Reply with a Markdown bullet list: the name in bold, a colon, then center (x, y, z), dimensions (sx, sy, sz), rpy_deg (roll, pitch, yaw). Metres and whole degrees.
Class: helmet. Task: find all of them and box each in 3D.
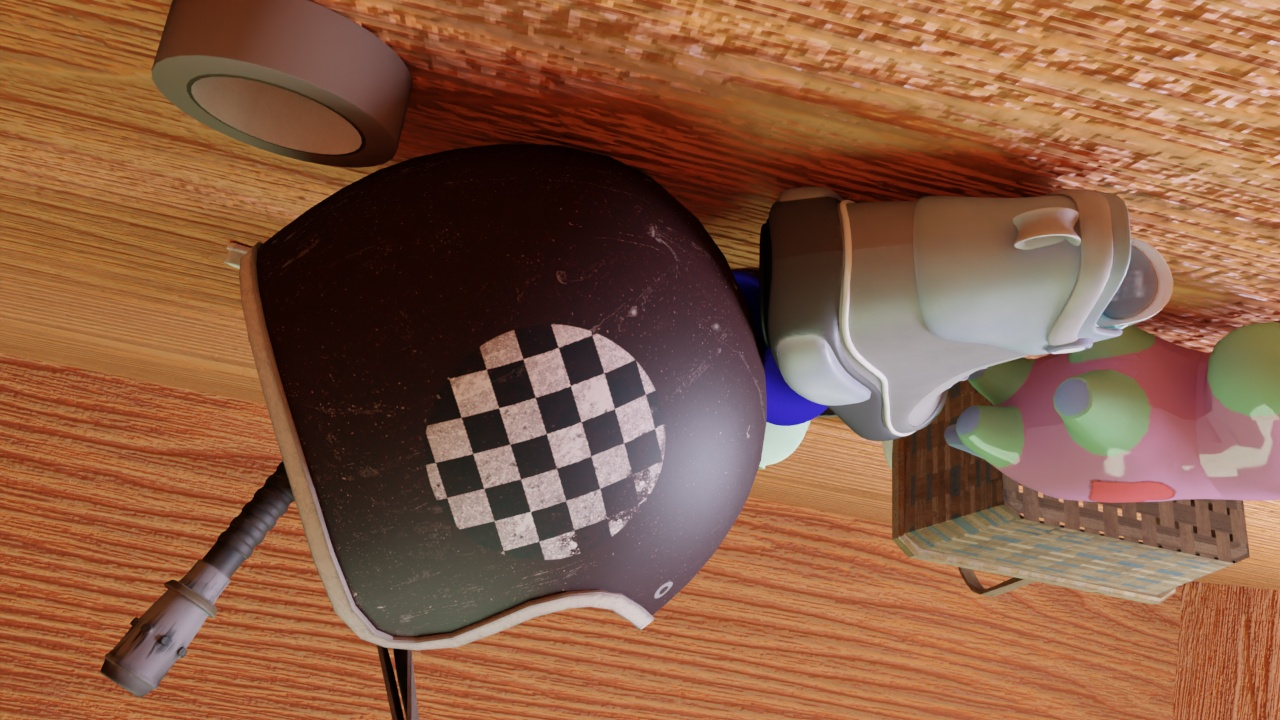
- **helmet**: center (-0.067, 0.028, 0.410), dimensions (0.253, 0.234, 0.233), rpy_deg (-18, -156, -12)

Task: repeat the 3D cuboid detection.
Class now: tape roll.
- **tape roll**: center (-0.142, -0.111, 0.370), dimensions (0.094, 0.030, 0.094), rpy_deg (10, 169, 2)

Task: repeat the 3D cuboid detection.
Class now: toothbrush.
- **toothbrush**: center (-0.258, -0.063, 0.776), dimensions (0.181, 0.018, 0.016), rpy_deg (18, 169, -38)

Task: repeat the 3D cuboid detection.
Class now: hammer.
- **hammer**: center (-0.267, 0.095, 0.683), dimensions (0.101, 0.323, 0.190), rpy_deg (1, 138, 42)

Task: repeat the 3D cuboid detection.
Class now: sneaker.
- **sneaker**: center (0.166, -0.017, 0.453), dimensions (0.161, 0.093, 0.256), rpy_deg (-5, 165, 28)

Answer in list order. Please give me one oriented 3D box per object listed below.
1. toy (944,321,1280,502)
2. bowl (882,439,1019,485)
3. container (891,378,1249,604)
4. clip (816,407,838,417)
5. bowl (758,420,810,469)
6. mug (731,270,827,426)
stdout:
- **toy**: center (0.291, 0.039, 0.520), dimensions (0.171, 0.119, 0.223), rpy_deg (27, 153, -15)
- **bowl**: center (0.323, 0.105, 0.944), dimensions (0.153, 0.072, 0.153), rpy_deg (10, 171, 1)
- **container**: center (0.309, 0.100, 0.719), dimensions (0.250, 0.157, 0.187), rpy_deg (13, 158, -13)
- **clip**: center (0.148, 0.035, 0.807), dimensions (0.168, 0.031, 0.165), rpy_deg (4, 178, -17)
- **bowl**: center (0.105, 0.071, 0.968), dimensions (0.151, 0.077, 0.151), rpy_deg (10, 170, 2)
- **mug**: center (0.063, 0.002, 0.587), dimensions (0.111, 0.079, 0.083), rpy_deg (-32, 146, 30)
